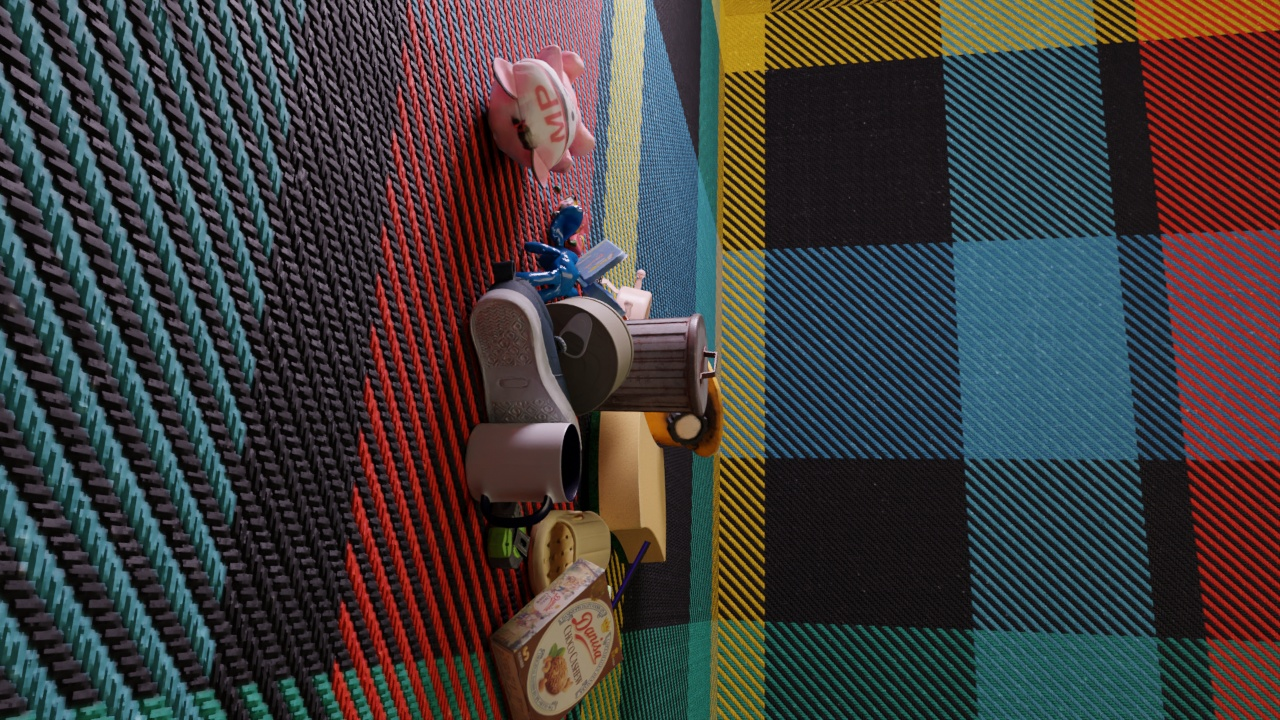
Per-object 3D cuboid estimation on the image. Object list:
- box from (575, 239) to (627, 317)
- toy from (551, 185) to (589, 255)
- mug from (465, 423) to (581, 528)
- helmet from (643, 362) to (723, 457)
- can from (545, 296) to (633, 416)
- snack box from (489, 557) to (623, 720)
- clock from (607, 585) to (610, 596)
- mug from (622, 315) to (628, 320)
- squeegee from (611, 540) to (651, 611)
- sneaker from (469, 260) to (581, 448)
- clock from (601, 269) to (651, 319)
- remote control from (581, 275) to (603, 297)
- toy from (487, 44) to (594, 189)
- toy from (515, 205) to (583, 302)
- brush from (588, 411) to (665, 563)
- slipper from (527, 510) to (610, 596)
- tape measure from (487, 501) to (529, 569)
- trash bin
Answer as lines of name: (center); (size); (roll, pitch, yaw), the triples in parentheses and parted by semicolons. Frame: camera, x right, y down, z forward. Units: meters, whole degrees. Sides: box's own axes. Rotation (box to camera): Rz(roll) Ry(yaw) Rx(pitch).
box: (-0.042, -0.115, 1.213); (0.079, 0.072, 0.210); (-51, -167, 3)
toy: (-0.092, -0.180, 1.217); (0.103, 0.046, 0.084); (76, 3, -65)
mug: (-0.117, 0.115, 0.909); (0.079, 0.097, 0.111); (76, 17, -49)
helmet: (0.043, 0.065, 1.612); (0.255, 0.131, 0.205); (-123, -149, -65)
can: (-0.076, -0.006, 1.036); (0.073, 0.128, 0.128); (-38, 126, -71)
snack box: (-0.089, 0.319, 1.018); (0.146, 0.041, 0.143); (-35, 129, -38)
clock: (-0.065, 0.352, 1.272); (0.119, 0.042, 0.094); (105, -9, -75)
mug: (-0.048, -0.008, 1.320); (0.082, 0.082, 0.105); (-80, 165, -44)
squeegee: (-0.094, 0.318, 1.094); (0.249, 0.055, 0.184); (-62, 154, 2)
sneaker: (-0.118, 0.013, 0.966); (0.087, 0.089, 0.236); (-81, 162, -59)
clock: (-0.031, -0.050, 1.463); (0.130, 0.086, 0.161); (-71, 167, -60)
remote control: (-0.073, -0.107, 1.367); (0.146, 0.015, 0.033); (-78, 163, -49)
toy: (-0.110, -0.273, 1.019); (0.212, 0.084, 0.142); (-71, 155, -65)
toy: (-0.103, -0.117, 1.094); (0.176, 0.071, 0.113); (-70, 168, -61)
brush: (-0.017, 0.197, 1.441); (0.250, 0.075, 0.194); (67, 20, -63)
slipper: (-0.075, 0.247, 1.177); (0.261, 0.079, 0.111); (29, 65, -78)
tape measure: (-0.137, 0.187, 0.964); (0.059, 0.036, 0.065); (75, 17, -53)
trash bin: (-0.007, 0.007, 1.186); (0.130, 0.211, 0.131); (0, 89, -79)
